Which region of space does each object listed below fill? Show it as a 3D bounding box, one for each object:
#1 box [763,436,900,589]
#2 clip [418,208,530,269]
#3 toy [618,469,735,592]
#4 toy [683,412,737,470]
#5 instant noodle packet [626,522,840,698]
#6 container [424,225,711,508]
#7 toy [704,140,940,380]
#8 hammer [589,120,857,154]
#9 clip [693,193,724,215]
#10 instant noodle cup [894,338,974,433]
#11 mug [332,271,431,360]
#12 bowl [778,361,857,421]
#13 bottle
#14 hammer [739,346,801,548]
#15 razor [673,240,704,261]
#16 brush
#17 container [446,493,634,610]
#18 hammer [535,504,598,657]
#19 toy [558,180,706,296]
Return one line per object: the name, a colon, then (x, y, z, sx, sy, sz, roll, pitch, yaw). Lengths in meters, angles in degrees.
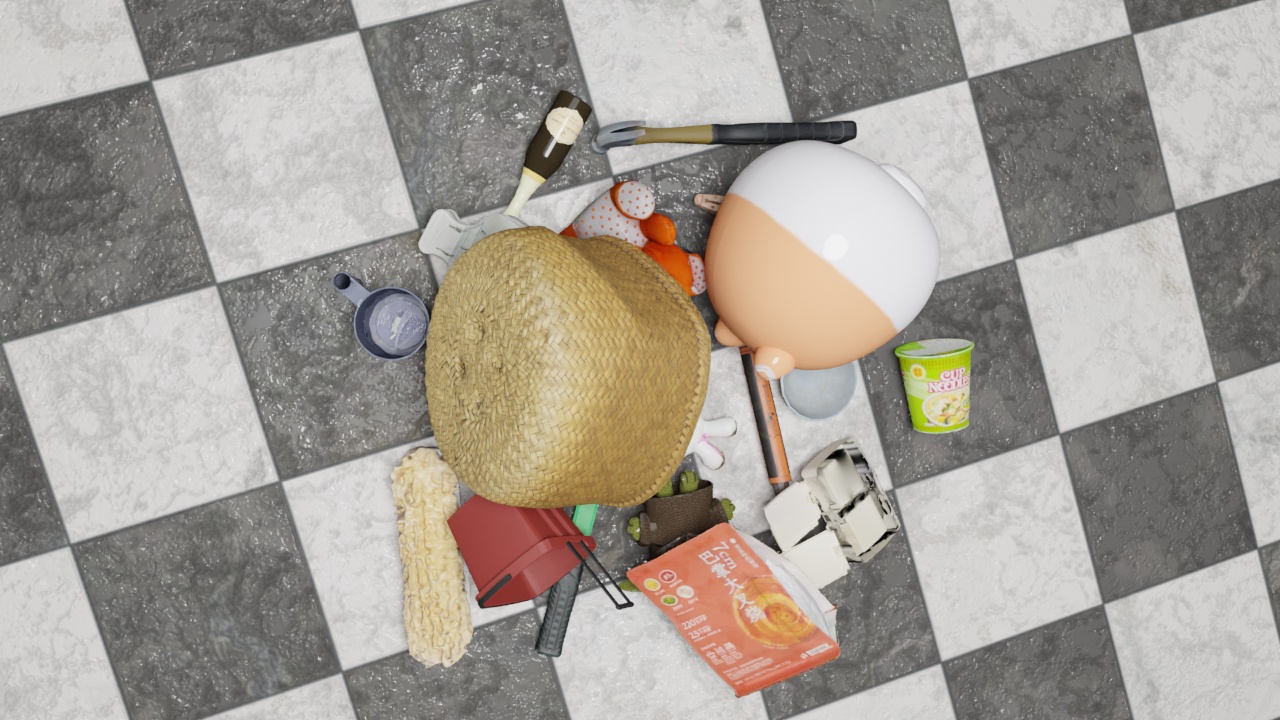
box: (0.240, 0.199, 1.171, 0.183, 0.050, 0.143, -30, 95, -35)
clip: (-0.194, -0.125, 1.099, 0.152, 0.096, 0.126, 29, 99, -11)
toy: (0.054, 0.216, 1.155, 0.179, 0.078, 0.153, -10, 94, -10)
toy: (0.061, 0.091, 1.173, 0.122, 0.038, 0.079, 21, 101, -9)
instant noodle packet: (0.110, 0.293, 1.103, 0.165, 0.083, 0.221, -34, 114, 30)
container: (-0.100, 0.013, 0.996, 0.196, 0.308, 0.307, -1, 92, -40)
toy: (0.204, -0.112, 1.077, 0.265, 0.263, 0.281, 35, 96, -27)
hammer: (0.111, -0.281, 1.139, 0.332, 0.118, 0.025, -4, 95, -13)
clip: (0.099, -0.198, 1.167, 0.060, 0.041, 0.024, 13, 88, -14)
instant noodle cup: (0.386, 0.034, 1.193, 0.099, 0.099, 0.108, -10, 101, -8)
mug: (-0.303, -0.056, 1.081, 0.124, 0.104, 0.084, 40, 86, -7)
bowl: (0.224, 0.024, 1.189, 0.106, 0.039, 0.106, -1, 96, -14)
bottle: (-0.125, -0.241, 1.132, 0.045, 0.045, 0.184, 30, 95, -8)
hammer: (0.164, 0.136, 1.176, 0.137, 0.035, 0.314, -12, 89, -31)
razor: (0.073, -0.126, 1.174, 0.144, 0.022, 0.043, 30, 89, -8)
brush: (-0.254, 0.238, 1.122, 0.083, 0.057, 0.271, -4, 93, -9)
container: (-0.117, 0.240, 1.067, 0.127, 0.148, 0.201, -41, 69, 11)
hammer: (-0.075, 0.218, 1.161, 0.130, 0.032, 0.318, 15, 90, -9)
toy: (-0.010, -0.121, 1.126, 0.164, 0.092, 0.172, -37, 102, 25)
